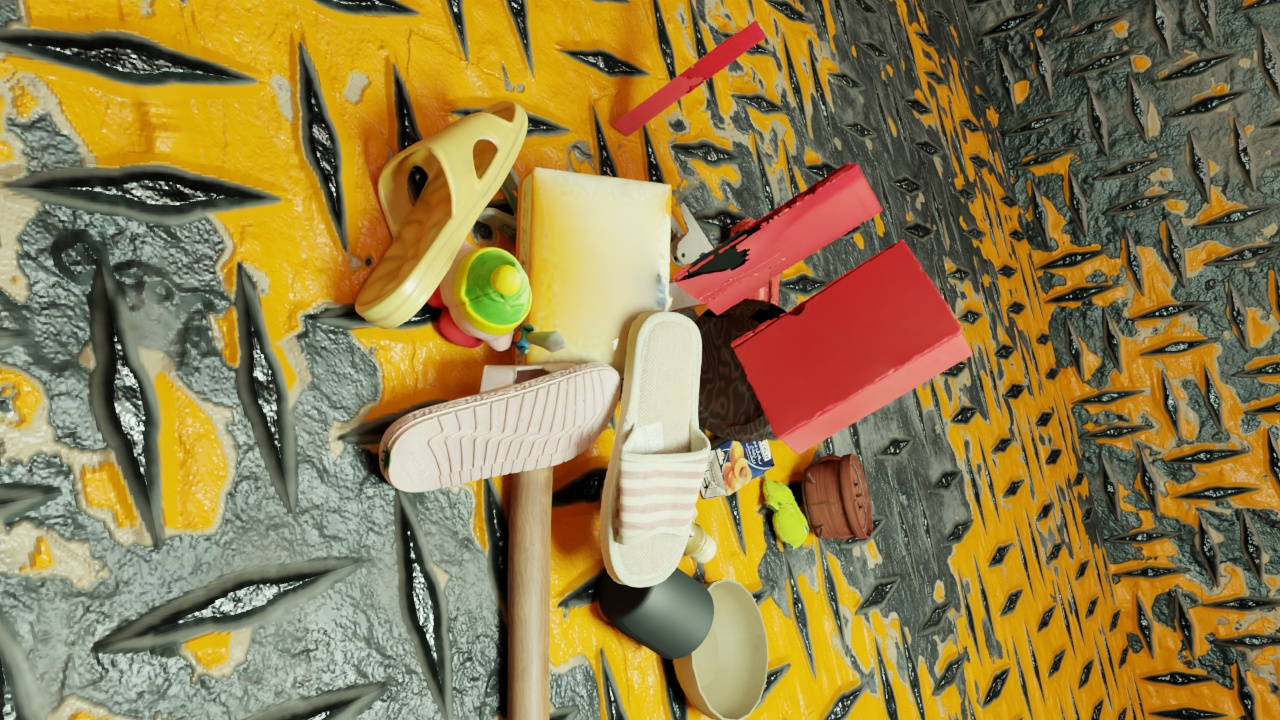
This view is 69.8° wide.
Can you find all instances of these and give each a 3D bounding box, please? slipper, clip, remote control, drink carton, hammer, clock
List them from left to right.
[{"bbox_3d":[-0.187,-0.147,0.805,0.078,0.100,0.262,43,51,-33],"label":"slipper"},{"bbox_3d":[-0.126,0.052,0.822,0.238,0.064,0.094,-14,125,-36],"label":"slipper"},{"bbox_3d":[-0.096,0.233,0.839,0.157,0.037,0.300,18,64,-48],"label":"hammer"},{"bbox_3d":[-0.107,-0.115,0.955,0.163,0.028,0.112,43,46,-34],"label":"clip"},{"bbox_3d":[0.018,0.083,0.862,0.115,0.052,0.263,8,87,-38],"label":"slipper"},{"bbox_3d":[0.060,-0.085,1.173,0.130,0.012,0.033,-16,93,-53],"label":"remote control"},{"bbox_3d":[0.065,-0.150,1.185,0.102,0.056,0.056,53,18,-26],"label":"clip"},{"bbox_3d":[0.118,0.124,1.153,0.129,0.040,0.064,-19,94,-53],"label":"drink carton"},{"bbox_3d":[0.279,0.195,1.295,0.157,0.072,0.120,6,73,-67],"label":"clock"}]

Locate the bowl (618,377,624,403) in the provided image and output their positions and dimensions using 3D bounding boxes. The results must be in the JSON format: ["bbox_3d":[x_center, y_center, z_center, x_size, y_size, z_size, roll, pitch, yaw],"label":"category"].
[{"bbox_3d":[-0.006,0.006,1.014,0.112,0.061,0.112,22,61,-47],"label":"bowl"}]

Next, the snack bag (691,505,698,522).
[{"bbox_3d":[0.042,0.151,1.062,0.026,0.020,0.099,-39,110,-52],"label":"snack bag"}]

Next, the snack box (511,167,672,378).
[{"bbox_3d":[-0.044,-0.082,0.901,0.145,0.081,0.195,3,87,-20],"label":"snack box"}]

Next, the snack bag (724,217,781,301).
[{"bbox_3d":[0.155,-0.115,1.252,0.082,0.082,0.176,33,54,-42],"label":"snack bag"}]

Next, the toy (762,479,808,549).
[{"bbox_3d":[0.195,0.206,1.231,0.094,0.036,0.093,22,52,-50],"label":"toy"}]

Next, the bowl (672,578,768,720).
[{"bbox_3d":[0.082,0.324,1.027,0.152,0.051,0.152,22,61,-47],"label":"bowl"}]

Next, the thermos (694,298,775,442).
[{"bbox_3d":[0.180,0.014,1.154,0.225,0.173,0.172,2,76,-49],"label":"thermos"}]

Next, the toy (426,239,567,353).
[{"bbox_3d":[-0.133,-0.053,0.810,0.096,0.132,0.124,-34,106,-57],"label":"toy"}]

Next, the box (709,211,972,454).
[{"bbox_3d":[0.253,0.011,1.039,0.351,0.217,0.197,40,23,-52],"label":"box"}]

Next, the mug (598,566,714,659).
[{"bbox_3d":[0.011,0.236,0.950,0.094,0.085,0.121,42,20,-34],"label":"mug"}]

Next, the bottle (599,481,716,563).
[{"bbox_3d":[0.026,0.174,1.000,0.166,0.060,0.059,42,48,-38],"label":"bottle"}]
